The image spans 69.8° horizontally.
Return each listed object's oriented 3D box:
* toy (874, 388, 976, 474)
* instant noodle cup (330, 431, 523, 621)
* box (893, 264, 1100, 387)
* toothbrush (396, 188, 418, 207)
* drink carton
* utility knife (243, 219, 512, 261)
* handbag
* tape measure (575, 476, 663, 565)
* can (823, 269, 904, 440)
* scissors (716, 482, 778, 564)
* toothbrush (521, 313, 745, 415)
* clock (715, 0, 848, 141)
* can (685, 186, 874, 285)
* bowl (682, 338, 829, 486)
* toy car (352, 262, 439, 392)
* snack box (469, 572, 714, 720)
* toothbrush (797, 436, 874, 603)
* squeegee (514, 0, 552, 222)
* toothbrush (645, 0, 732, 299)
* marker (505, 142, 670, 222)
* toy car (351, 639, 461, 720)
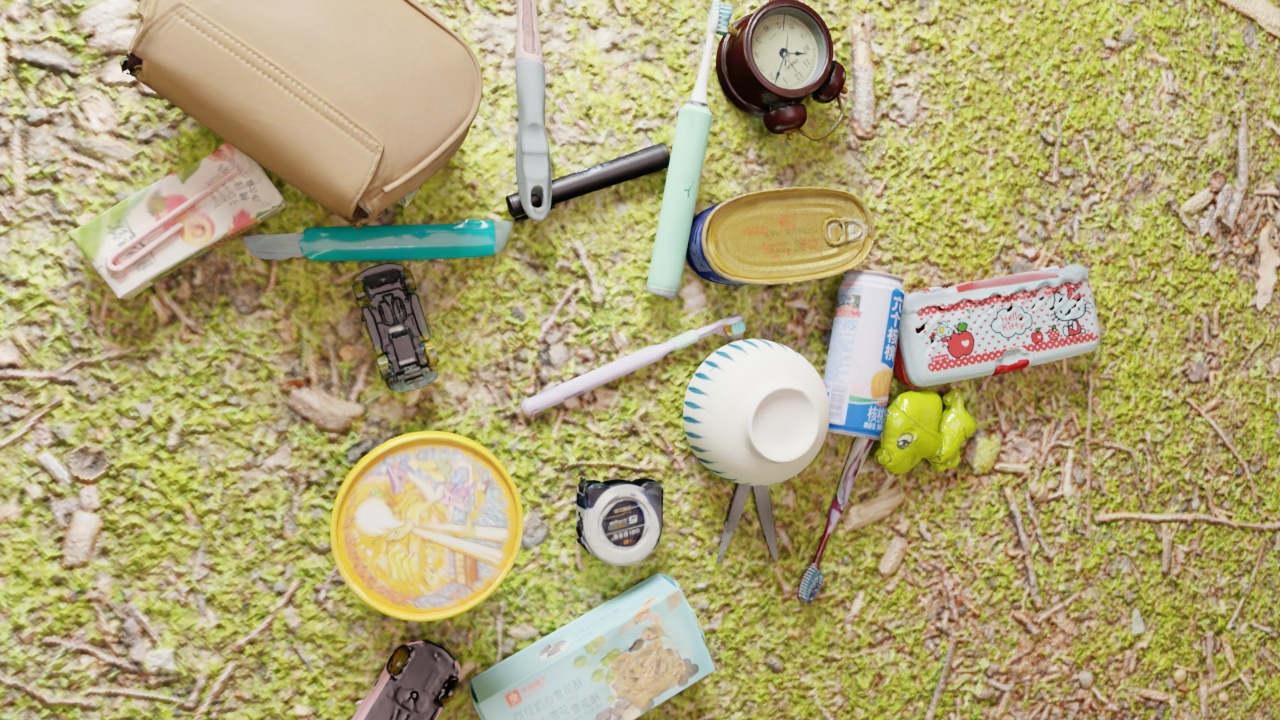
[{"bbox_3d":[0.243,0.059,0.786,0.100,0.031,0.096,34,81,-26],"label":"toy"},{"bbox_3d":[-0.148,0.102,0.623,0.118,0.114,0.118,-1,93,-17],"label":"instant noodle cup"},{"bbox_3d":[0.311,-0.032,0.799,0.201,0.047,0.086,-11,96,-16],"label":"box"},{"bbox_3d":[-0.238,-0.168,0.633,0.189,0.029,0.020,34,123,-15],"label":"toothbrush"},{"bbox_3d":[-0.301,-0.093,0.602,0.122,0.045,0.053,-35,103,-13],"label":"drink carton"},{"bbox_3d":[-0.183,-0.086,0.656,0.186,0.013,0.029,-4,92,-19],"label":"utility knife"},{"bbox_3d":[-0.211,-0.186,0.588,0.204,0.100,0.147,35,69,-13],"label":"handbag"},{"bbox_3d":[-0.017,0.124,0.709,0.065,0.034,0.066,3,89,-16],"label":"tape measure"},{"bbox_3d":[0.181,-0.004,0.754,0.053,0.053,0.134,9,89,-18],"label":"can"},{"bbox_3d":[0.093,0.078,0.754,0.159,0.014,0.178,-40,105,-10],"label":"scissors"},{"bbox_3d":[-0.004,0.004,0.715,0.189,0.029,0.021,-22,59,-14],"label":"toothbrush"},{"bbox_3d":[0.114,-0.227,0.721,0.082,0.055,0.122,-41,101,-13],"label":"clock"},{"bbox_3d":[0.110,-0.097,0.729,0.148,0.049,0.074,-9,95,-17],"label":"can"},{"bbox_3d":[0.098,0.043,0.709,0.116,0.066,0.116,-2,96,-17],"label":"bowl"},{"bbox_3d":[-0.173,-0.023,0.650,0.043,0.036,0.091,-17,99,-15],"label":"toy car"},{"bbox_3d":[-0.036,0.239,0.698,0.174,0.052,0.074,-27,101,-15],"label":"snack box"},{"bbox_3d":[0.172,0.117,0.776,0.016,0.017,0.187,24,85,-17],"label":"toothbrush"},{"bbox_3d":[-0.081,-0.224,0.667,0.247,0.040,0.249,-2,92,-14],"label":"squeegee"},{"bbox_3d":[0.037,-0.158,0.697,0.027,0.026,0.224,7,100,-21],"label":"toothbrush"},{"bbox_3d":[-0.038,-0.136,0.697,0.132,0.020,0.022,-22,113,-15],"label":"marker"},{"bbox_3d":[-0.179,0.261,0.664,0.056,0.037,0.122,39,69,-18],"label":"toy car"}]
